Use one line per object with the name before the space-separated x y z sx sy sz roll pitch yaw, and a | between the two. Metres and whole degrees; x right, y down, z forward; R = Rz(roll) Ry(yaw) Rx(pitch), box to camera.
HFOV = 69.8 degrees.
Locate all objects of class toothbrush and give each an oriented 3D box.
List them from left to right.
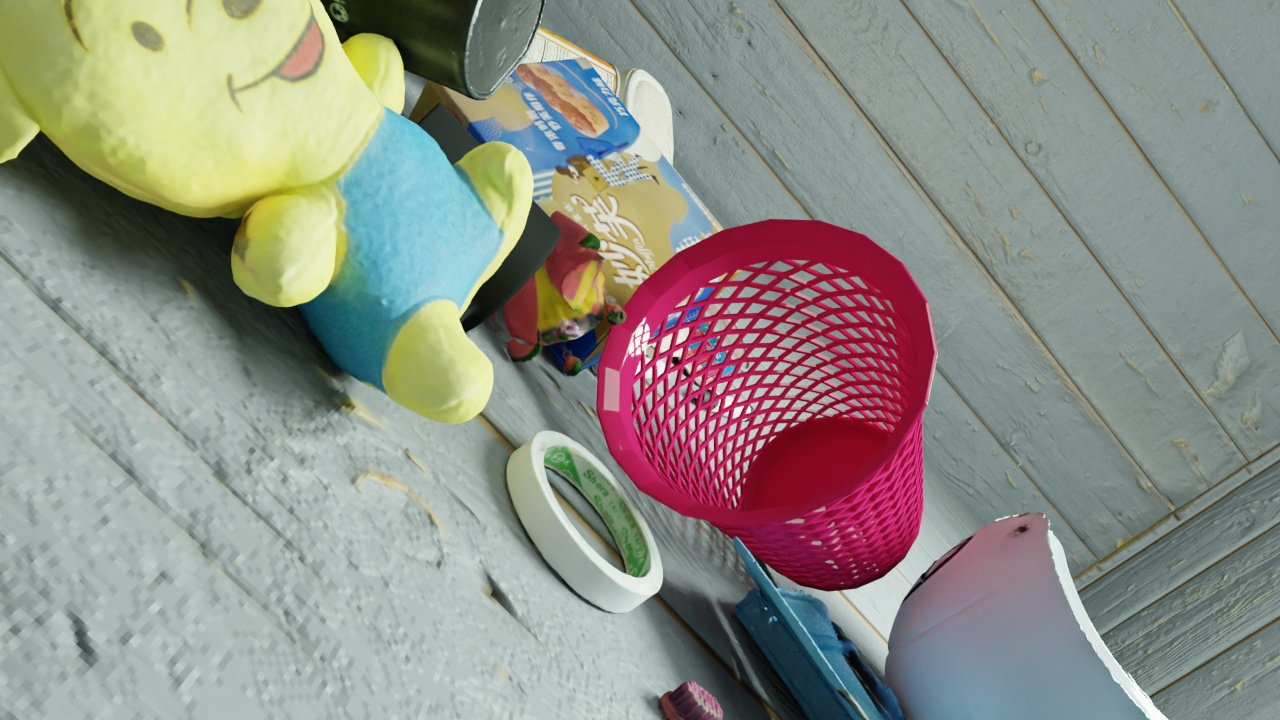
toothbrush | 0.076 0.204 0.427 0.190 0.016 0.016 45 14 -22

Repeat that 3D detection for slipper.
slipper | 0.015 -0.137 0.818 0.114 0.054 0.272 14 67 -51

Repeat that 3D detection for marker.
marker | -0.004 0.004 0.697 0.017 0.020 0.133 57 14 12
marker | 0.077 0.042 0.863 0.019 0.019 0.145 56 14 22

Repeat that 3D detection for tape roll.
tape roll | -0.026 0.076 0.439 0.094 0.018 0.093 47 13 -15

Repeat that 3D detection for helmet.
helmet | 0.258 0.238 0.617 0.236 0.164 0.264 61 10 24

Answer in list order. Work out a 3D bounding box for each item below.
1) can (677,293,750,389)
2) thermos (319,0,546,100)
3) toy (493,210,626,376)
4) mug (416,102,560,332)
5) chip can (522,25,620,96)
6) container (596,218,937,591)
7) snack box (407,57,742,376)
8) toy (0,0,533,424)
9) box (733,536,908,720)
can | 0.059 -0.037 0.906 0.130 0.044 0.129 54 18 -27
thermos | -0.153 -0.196 0.411 0.221 0.098 0.098 27 11 8
toy | -0.058 -0.046 0.533 0.103 0.084 0.046 44 16 24
mug | -0.103 -0.059 0.452 0.088 0.078 0.113 46 41 -20
chip can | -0.124 -0.257 0.761 0.214 0.075 0.075 18 31 -35
container | 0.101 0.053 0.578 0.183 0.183 0.226 61 4 36
snack box | -0.044 -0.108 0.634 0.154 0.069 0.202 -26 75 -47
toy | -0.134 -0.082 0.335 0.214 0.084 0.148 42 41 -33
box | 0.125 0.207 0.475 0.231 0.048 0.177 53 4 35
